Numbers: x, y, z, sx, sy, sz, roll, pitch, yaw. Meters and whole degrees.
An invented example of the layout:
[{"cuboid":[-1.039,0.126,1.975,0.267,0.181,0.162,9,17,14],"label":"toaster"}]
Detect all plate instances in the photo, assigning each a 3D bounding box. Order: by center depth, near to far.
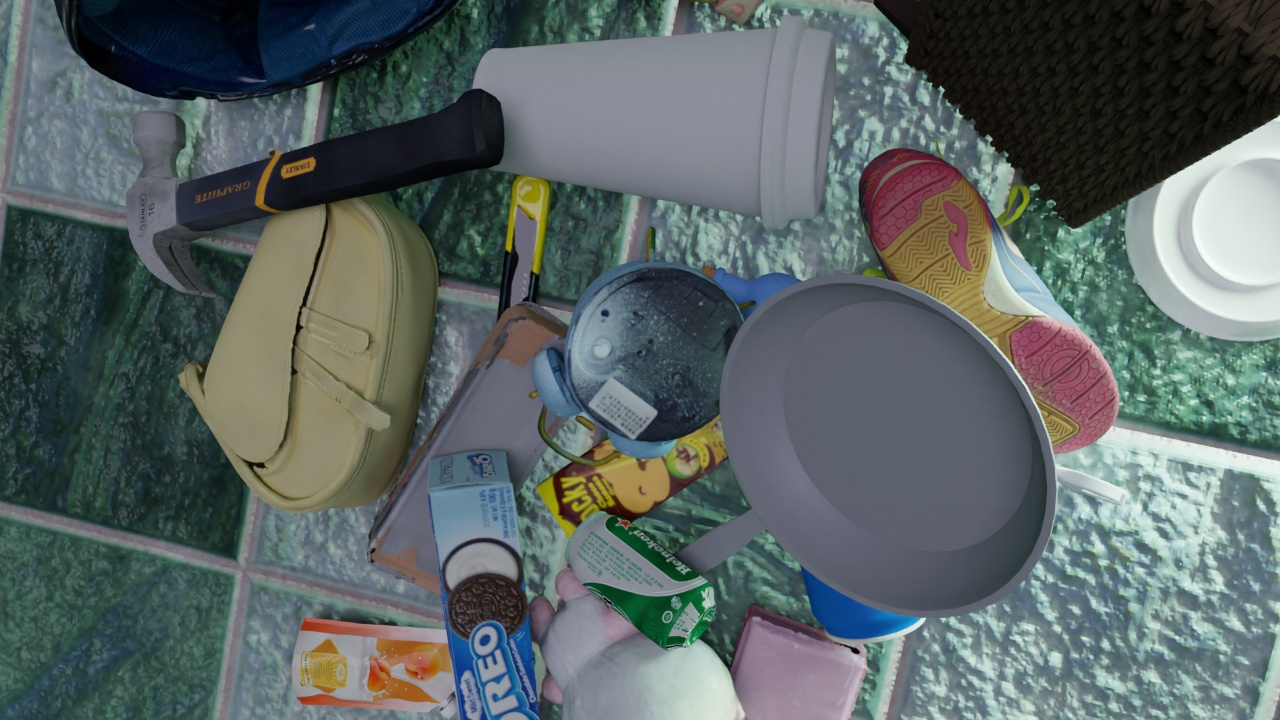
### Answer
[{"cuboid":[0.402,-0.090,0.601,0.157,0.014,0.157,1,94,8],"label":"plate"}]

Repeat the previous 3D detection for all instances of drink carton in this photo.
[{"cuboid":[-0.197,0.234,0.697,0.122,0.039,0.069,4,94,1],"label":"drink carton"}]

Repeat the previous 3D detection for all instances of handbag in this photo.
[{"cuboid":[-0.233,-0.017,0.654,0.191,0.088,0.233,25,96,11],"label":"handbag"}]

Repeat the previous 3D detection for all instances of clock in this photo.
[{"cuboid":[-0.004,0.003,0.596,0.118,0.060,0.162,36,100,-21],"label":"clock"}]

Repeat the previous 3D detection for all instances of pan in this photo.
[{"cuboid":[0.092,0.085,0.565,0.200,0.050,0.358,55,138,10],"label":"pan"}]

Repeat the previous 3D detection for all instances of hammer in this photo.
[{"cuboid":[-0.224,-0.126,0.604,0.313,0.035,0.139,-7,82,26],"label":"hammer"}]

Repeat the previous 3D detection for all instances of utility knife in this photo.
[{"cuboid":[-0.091,-0.028,0.669,0.029,0.020,0.213,9,98,6],"label":"utility knife"}]

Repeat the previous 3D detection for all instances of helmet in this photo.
[{"cuboid":[-0.226,-0.326,0.561,0.317,0.248,0.235,-16,78,33],"label":"helmet"}]

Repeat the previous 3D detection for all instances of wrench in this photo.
[{"cuboid":[0.196,0.041,0.625,0.273,0.047,0.009,23,89,7],"label":"wrench"}]

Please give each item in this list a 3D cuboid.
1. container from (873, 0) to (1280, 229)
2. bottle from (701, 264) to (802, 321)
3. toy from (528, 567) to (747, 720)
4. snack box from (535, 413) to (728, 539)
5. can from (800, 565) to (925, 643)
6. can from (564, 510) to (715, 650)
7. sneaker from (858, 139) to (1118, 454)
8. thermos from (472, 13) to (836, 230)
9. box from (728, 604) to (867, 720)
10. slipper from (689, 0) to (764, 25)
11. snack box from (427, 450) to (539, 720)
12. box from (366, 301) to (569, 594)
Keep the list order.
[{"cuboid":[0.246,-0.219,0.468,0.205,0.320,0.176,44,98,9],"label":"container"},{"cuboid":[0.101,-0.033,0.628,0.131,0.048,0.048,23,97,5],"label":"bottle"},{"cuboid":[-0.015,0.228,0.643,0.179,0.101,0.139,47,115,26],"label":"toy"},{"cuboid":[0.002,0.075,0.660,0.149,0.025,0.061,-34,89,8],"label":"snack box"},{"cuboid":[0.141,0.107,0.617,0.079,0.079,0.146,-14,92,8],"label":"can"},{"cuboid":[0.000,0.146,0.611,0.101,0.053,0.053,33,98,26],"label":"can"},{"cuboid":[0.230,-0.042,0.603,0.116,0.091,0.242,-36,108,14],"label":"sneaker"},{"cuboid":[0.009,-0.157,0.599,0.222,0.131,0.131,7,95,14],"label":"thermos"},{"cuboid":[0.085,0.300,0.664,0.098,0.037,0.233,17,96,11],"label":"box"},{"cuboid":[0.067,-0.266,0.599,0.198,0.081,0.093,7,62,28],"label":"slipper"},{"cuboid":[-0.106,0.176,0.635,0.059,0.059,0.226,-6,108,-11],"label":"snack box"},{"cuboid":[-0.114,0.064,0.652,0.081,0.062,0.216,31,102,-17],"label":"box"}]
